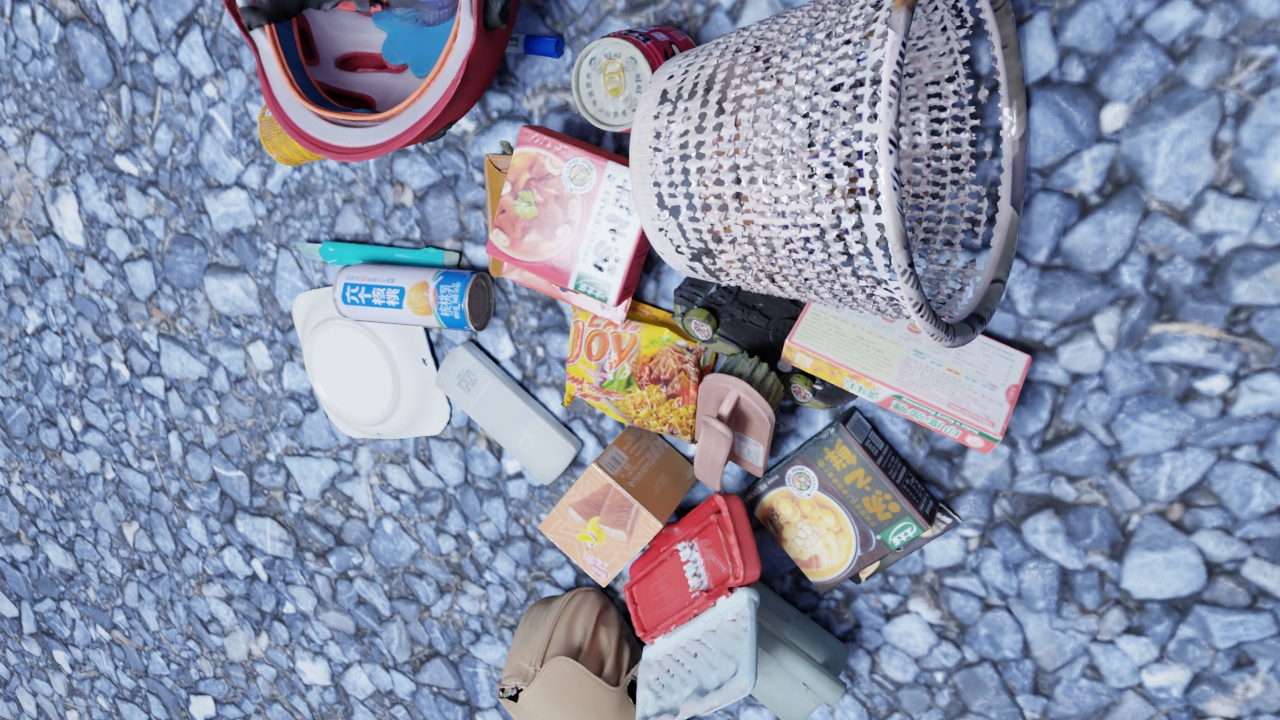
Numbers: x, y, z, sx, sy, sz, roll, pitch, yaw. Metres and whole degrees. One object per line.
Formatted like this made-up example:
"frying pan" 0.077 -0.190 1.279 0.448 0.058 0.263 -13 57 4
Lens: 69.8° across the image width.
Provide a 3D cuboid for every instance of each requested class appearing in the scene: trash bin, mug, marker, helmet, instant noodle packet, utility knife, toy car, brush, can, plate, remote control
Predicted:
"trash bin" 0.109 -0.124 0.565 0.192 0.226 0.228 4 113 37
"mug" 0.112 0.240 0.764 0.103 0.083 0.124 37 167 9
"marker" -0.128 -0.253 0.722 0.146 0.016 0.017 13 116 20
"helmet" -0.174 -0.261 0.657 0.207 0.143 0.240 2 99 20
"instant noodle packet" -0.004 0.004 0.759 0.128 0.044 0.111 17 114 19
"utility knife" -0.242 -0.096 0.843 0.178 0.013 0.029 7 122 18
"toy car" 0.096 -0.017 0.686 0.158 0.070 0.042 34 151 10
"brush" 0.068 0.049 0.676 0.063 0.073 0.146 31 161 15
"can" -0.201 -0.056 0.810 0.135 0.053 0.053 5 114 16
"can" -0.252 -0.205 0.776 0.146 0.058 0.058 -5 109 27
"plate" -0.273 0.007 0.892 0.165 0.034 0.164 -6 109 28
"remote control" -0.122 0.048 0.845 0.150 0.021 0.058 43 123 3
"can" -0.001 -0.197 0.640 0.066 0.093 0.067 10 115 21

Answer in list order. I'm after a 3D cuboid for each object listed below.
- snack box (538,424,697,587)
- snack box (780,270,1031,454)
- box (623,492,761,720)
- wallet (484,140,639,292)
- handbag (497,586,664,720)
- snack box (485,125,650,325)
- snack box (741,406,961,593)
"snack box" -0.017 0.120 0.783 0.077 0.092 0.095 41 122 4
"snack box" 0.185 -0.002 0.644 0.156 0.076 0.027 26 149 14
"box" 0.039 0.210 0.747 0.049 0.160 0.202 7 148 -22
"wallet" -0.064 -0.119 0.743 0.131 0.035 0.119 8 117 19
"handbag" -0.038 0.316 0.845 0.100 0.147 0.204 -23 104 33
"snack box" -0.051 -0.099 0.697 0.113 0.044 0.127 22 110 9
"snack box" 0.165 0.118 0.727 0.125 0.053 0.113 49 123 5
